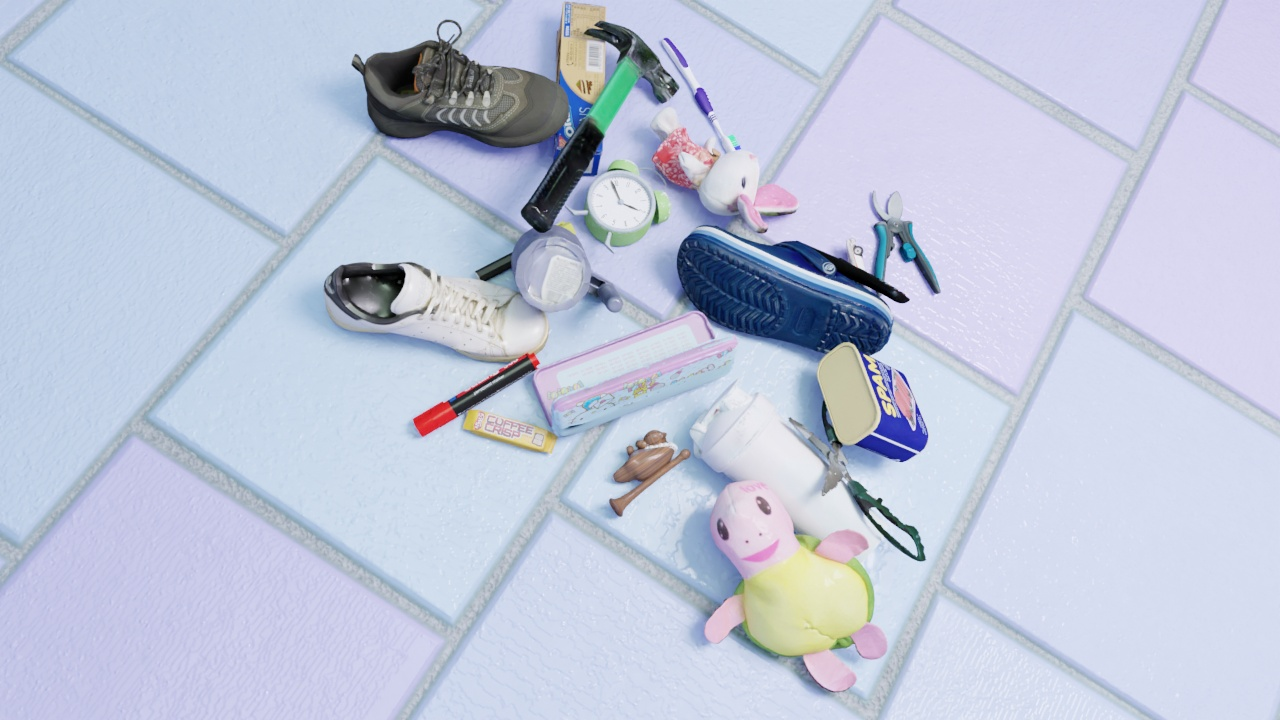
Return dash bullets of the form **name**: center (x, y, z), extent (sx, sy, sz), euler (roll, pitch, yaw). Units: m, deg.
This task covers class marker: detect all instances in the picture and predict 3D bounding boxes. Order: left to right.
- **marker**: center (-0.173, 0.034, 0.973), extent (0.145, 0.021, 0.023), euler (-31, 57, -7)
- **marker**: center (-0.131, -0.124, 1.042), extent (0.123, 0.017, 0.021), euler (-30, 78, -15)

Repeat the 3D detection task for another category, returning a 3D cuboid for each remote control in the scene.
- **remote control**: center (0.237, -0.100, 1.041), extent (0.152, 0.041, 0.020), euler (34, 101, 41)

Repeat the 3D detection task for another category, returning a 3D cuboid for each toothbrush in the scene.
- **toothbrush**: center (0.076, -0.327, 1.138), extent (0.016, 0.015, 0.186), euler (-24, 77, -20)

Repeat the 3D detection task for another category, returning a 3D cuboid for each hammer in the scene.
- **hammer**: center (-0.053, -0.259, 1.016), extent (0.130, 0.032, 0.317), euler (46, 50, -27)

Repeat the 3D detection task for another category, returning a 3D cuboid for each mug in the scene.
- **mug**: center (-0.078, -0.090, 0.984), extent (0.124, 0.104, 0.084), euler (27, 98, -13)

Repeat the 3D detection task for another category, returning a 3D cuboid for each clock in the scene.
- **clock**: center (-0.020, -0.181, 1.063), extent (0.119, 0.043, 0.094), euler (-42, 83, -17)

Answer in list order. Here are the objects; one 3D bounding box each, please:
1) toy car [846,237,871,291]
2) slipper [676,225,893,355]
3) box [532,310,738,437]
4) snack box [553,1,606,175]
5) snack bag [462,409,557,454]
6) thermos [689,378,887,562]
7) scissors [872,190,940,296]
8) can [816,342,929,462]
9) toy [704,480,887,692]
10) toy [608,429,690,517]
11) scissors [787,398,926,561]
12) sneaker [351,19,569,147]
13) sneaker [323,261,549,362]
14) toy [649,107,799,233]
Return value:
- **toy car**: center (0.253, -0.085, 1.077), extent (0.039, 0.039, 0.113), euler (-15, 73, 9)
- **slipper**: center (0.162, -0.081, 1.034), extent (0.253, 0.105, 0.095), euler (23, 51, 2)
- **box**: center (-0.005, 0.007, 0.979), extent (0.214, 0.093, 0.089), euler (-21, 77, -14)
- **snack box**: center (-0.074, -0.324, 1.094), extent (0.057, 0.056, 0.206), euler (4, 72, -9)
- **snack bag**: center (-0.138, 0.075, 0.976), extent (0.099, 0.020, 0.026), euler (17, 70, -3)
- **thermos**: center (0.152, 0.125, 0.968), extent (0.220, 0.099, 0.099), euler (43, 71, 2)
- **scissors**: center (0.308, -0.133, 1.108), extent (0.124, 0.019, 0.156), euler (-37, 79, -19)
- **can**: center (0.252, 0.048, 0.991), extent (0.092, 0.057, 0.116), euler (22, 42, -34)
- **toy**: center (0.152, 0.227, 0.919), extent (0.190, 0.087, 0.238), euler (-38, 97, 18)
- **toy**: center (0.001, 0.114, 0.973), extent (0.101, 0.042, 0.055), euler (-36, 66, -11)
- **scissors**: center (0.235, 0.109, 0.975), extent (0.201, 0.015, 0.201), euler (43, 35, -7)
- **sneaker**: center (-0.201, -0.313, 1.006), extent (0.238, 0.143, 0.101), euler (3, 71, 6)
- **sneaker**: center (-0.214, -0.063, 0.965), extent (0.241, 0.102, 0.088), euler (9, 71, -6)
- **toy**: center (0.090, -0.217, 1.068), extent (0.194, 0.084, 0.158), euler (40, 30, 12)
